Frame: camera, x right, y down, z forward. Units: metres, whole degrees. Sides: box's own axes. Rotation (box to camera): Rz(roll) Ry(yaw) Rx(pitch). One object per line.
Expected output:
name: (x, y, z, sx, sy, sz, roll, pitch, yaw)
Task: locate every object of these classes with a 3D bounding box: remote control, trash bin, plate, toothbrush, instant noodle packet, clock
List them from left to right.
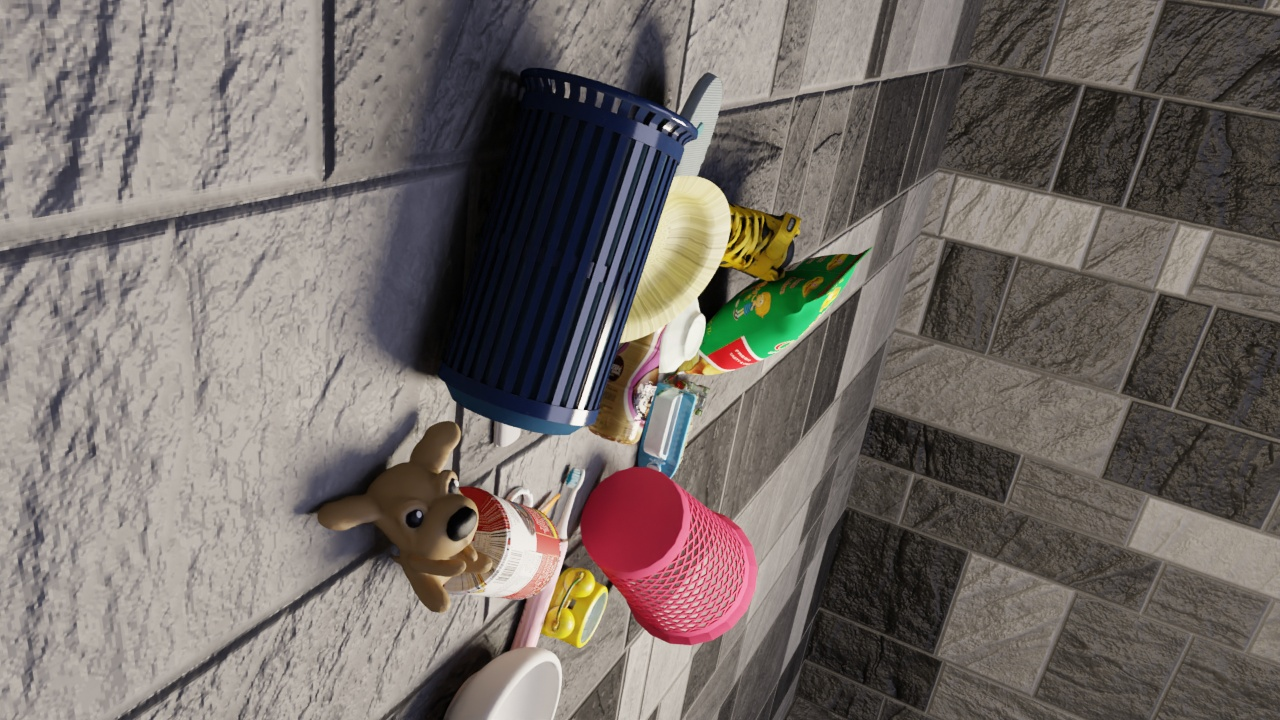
remote control: (-0.114, 0.016, 0.813, 0.033, 0.012, 0.131, -36, 139, -55)
toothbrush: (-0.099, 0.222, 0.997, 0.026, 0.027, 0.222, 16, 92, -35)
trash bin: (-0.061, -0.076, 0.702, 0.139, 0.139, 0.249, 5, 105, -67)
clock: (-0.080, 0.279, 1.043, 0.083, 0.057, 0.119, -62, 163, -20)
plate: (0.001, -0.102, 0.872, 0.184, 0.036, 0.185, -27, 143, -23)
instant noodle packet: (0.165, -0.059, 1.177, 0.090, 0.253, 0.195, 57, 37, -4)

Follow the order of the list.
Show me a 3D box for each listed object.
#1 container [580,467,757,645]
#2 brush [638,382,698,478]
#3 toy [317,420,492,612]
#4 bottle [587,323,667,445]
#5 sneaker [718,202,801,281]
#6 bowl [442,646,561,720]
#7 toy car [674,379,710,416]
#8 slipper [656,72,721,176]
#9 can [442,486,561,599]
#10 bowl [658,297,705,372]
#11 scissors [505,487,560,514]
container: (0.027, 0.231, 1.128, 0.183, 0.183, 0.226, -63, 149, -18)
brush: (0.028, 0.099, 1.153, 0.075, 0.055, 0.136, -23, 128, -67)
toy: (-0.163, 0.127, 0.690, 0.133, 0.106, 0.108, -41, 132, -45)
bottle: (-0.006, 0.006, 0.993, 0.059, 0.060, 0.166, 11, 98, -68)
sneaker: (0.111, -0.145, 1.066, 0.238, 0.122, 0.086, -4, 110, -67)
bowl: (-0.153, 0.368, 0.932, 0.176, 0.066, 0.177, -48, 149, -44)
toy car: (0.063, 0.048, 1.221, 0.091, 0.036, 0.042, 15, 94, -69)
slipper: (0.012, -0.165, 0.931, 0.098, 0.055, 0.269, -29, 144, -62)
can: (-0.130, 0.160, 0.794, 0.086, 0.087, 0.116, -67, 158, -9)
bowl: (0.036, -0.035, 1.061, 0.117, 0.061, 0.118, -50, 151, -43)
scissors: (-0.117, 0.167, 0.929, 0.125, 0.011, 0.128, -45, 147, -46)
